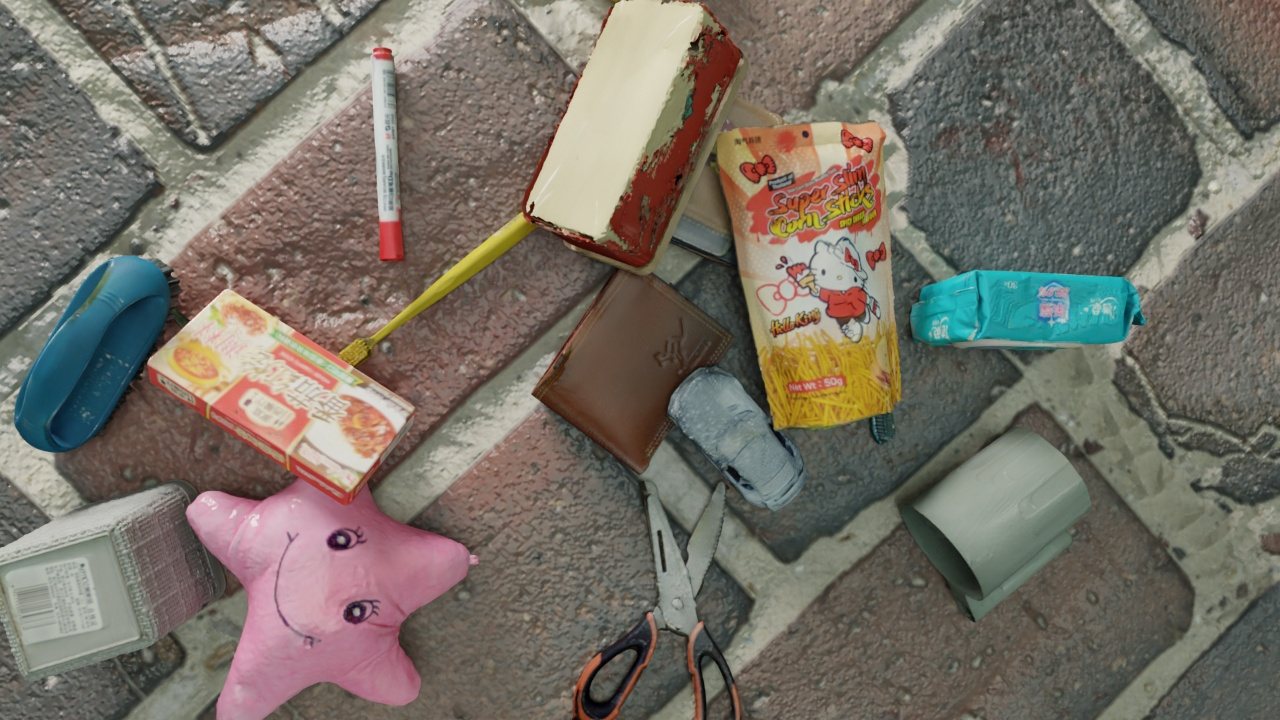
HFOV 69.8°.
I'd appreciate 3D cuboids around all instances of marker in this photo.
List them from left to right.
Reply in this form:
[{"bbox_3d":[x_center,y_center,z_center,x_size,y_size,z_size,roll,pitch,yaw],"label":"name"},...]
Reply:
[{"bbox_3d":[-0.175,-0.141,0.633,0.017,0.017,0.145,-3,92,-7],"label":"marker"}]

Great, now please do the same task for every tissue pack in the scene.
[{"bbox_3d":[0.273,-0.033,0.656,0.133,0.093,0.050,2,87,-7],"label":"tissue pack"}]

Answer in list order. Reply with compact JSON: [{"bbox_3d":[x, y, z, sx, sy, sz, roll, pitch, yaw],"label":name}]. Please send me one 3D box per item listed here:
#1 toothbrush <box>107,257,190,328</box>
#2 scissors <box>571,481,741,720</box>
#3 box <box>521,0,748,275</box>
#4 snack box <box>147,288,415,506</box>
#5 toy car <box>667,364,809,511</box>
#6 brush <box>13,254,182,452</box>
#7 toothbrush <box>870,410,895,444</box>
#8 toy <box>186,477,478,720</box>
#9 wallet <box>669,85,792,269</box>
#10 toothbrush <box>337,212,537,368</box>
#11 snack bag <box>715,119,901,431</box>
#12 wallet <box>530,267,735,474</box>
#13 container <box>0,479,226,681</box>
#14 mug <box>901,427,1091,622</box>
[{"bbox_3d":[-0.290,-0.002,0.625,0.186,0.012,0.017,43,92,-7],"label":"toothbrush"},{"bbox_3d":[0.023,0.200,0.670,0.189,0.015,0.226,44,87,-6],"label":"scissors"},{"bbox_3d":[-0.007,-0.152,0.605,0.091,0.078,0.168,23,89,35],"label":"box"},{"bbox_3d":[-0.232,0.023,0.600,0.153,0.026,0.075,33,54,0],"label":"snack box"},{"bbox_3d":[0.071,0.056,0.652,0.054,0.037,0.120,-45,111,-5],"label":"toy car"},{"bbox_3d":[-0.349,-0.003,0.581,0.055,0.073,0.144,34,96,-10],"label":"brush"},{"bbox_3d":[0.172,-0.032,0.680,0.016,0.018,0.191,-8,93,-22],"label":"toothbrush"},{"bbox_3d":[-0.199,0.137,0.611,0.178,0.075,0.194,-7,83,-18],"label":"toy"},{"bbox_3d":[0.053,-0.133,0.656,0.090,0.033,0.115,23,86,-7],"label":"wallet"},{"bbox_3d":[-0.134,-0.055,0.640,0.190,0.016,0.015,-38,97,-5],"label":"toothbrush"},{"bbox_3d":[0.125,-0.061,0.640,0.128,0.073,0.208,-10,96,-18],"label":"snack bag"},{"bbox_3d":[-0.004,0.004,0.653,0.101,0.032,0.124,35,88,-10],"label":"wallet"},{"bbox_3d":[-0.330,0.135,0.572,0.090,0.114,0.090,-17,94,-7],"label":"container"},{"bbox_3d":[0.265,0.123,0.674,0.103,0.083,0.124,-36,123,-6],"label":"mug"}]
